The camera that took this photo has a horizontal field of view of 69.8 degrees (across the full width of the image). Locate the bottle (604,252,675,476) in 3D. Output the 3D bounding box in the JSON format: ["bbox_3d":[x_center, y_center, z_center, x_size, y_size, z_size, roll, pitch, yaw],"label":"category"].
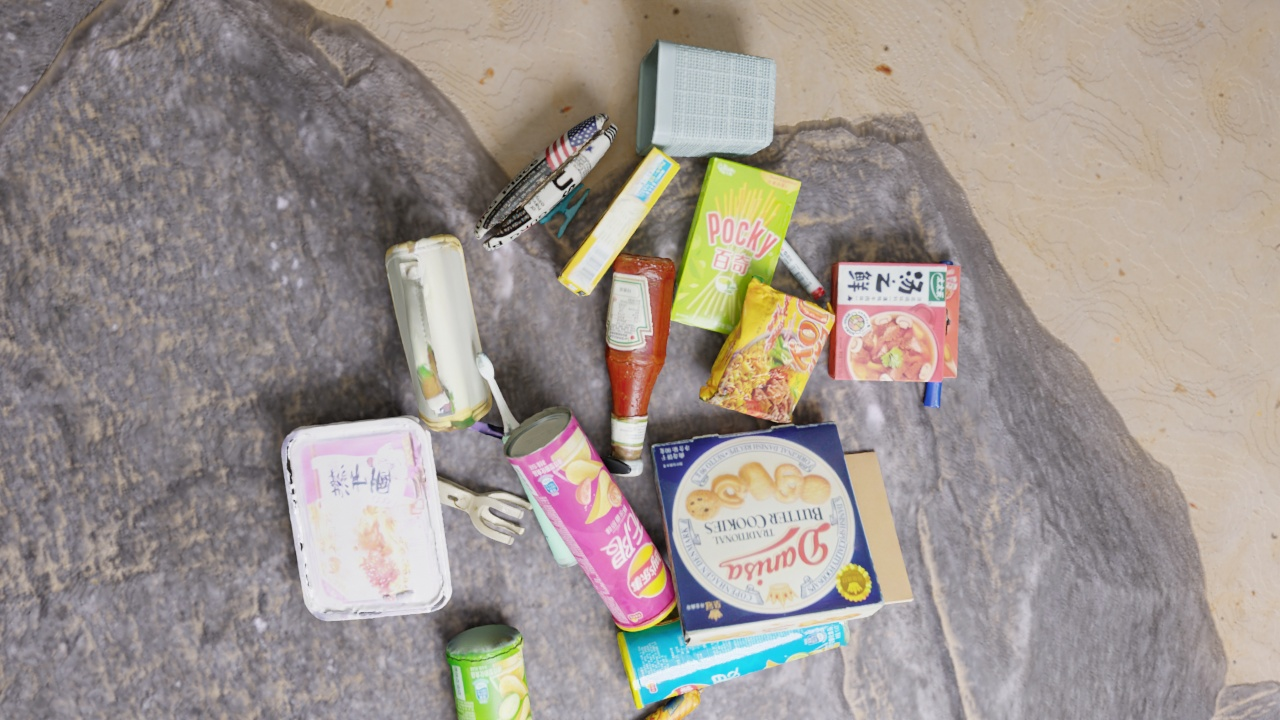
[{"bbox_3d":[-0.005,0.005,0.854,0.059,0.060,0.206,4,99,-8],"label":"bottle"}]

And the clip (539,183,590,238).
[{"bbox_3d":[-0.069,-0.143,0.858,0.049,0.015,0.057,41,87,-6],"label":"clip"}]

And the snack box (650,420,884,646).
[{"bbox_3d":[0.112,0.154,0.844,0.178,0.046,0.182,-7,64,-8],"label":"snack box"}]

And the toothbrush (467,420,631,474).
[{"bbox_3d":[-0.098,0.075,0.850,0.189,0.016,0.014,15,102,7],"label":"toothbrush"}]

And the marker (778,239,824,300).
[{"bbox_3d":[0.128,-0.117,0.884,0.017,0.017,0.145,-41,98,-4],"label":"marker"}]

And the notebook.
[{"bbox_3d":[0.139,0.166,0.872,0.211,0.012,0.149,-5,65,-7],"label":"notebook"}]

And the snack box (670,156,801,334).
[{"bbox_3d":[0.086,-0.104,0.861,0.085,0.026,0.156,14,102,-8],"label":"snack box"}]

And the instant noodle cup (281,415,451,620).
[{"bbox_3d":[-0.236,0.136,0.819,0.138,0.060,0.173,-7,93,9],"label":"instant noodle cup"}]

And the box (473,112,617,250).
[{"bbox_3d":[-0.083,-0.158,0.831,0.164,0.072,0.060,-44,122,0],"label":"box"}]

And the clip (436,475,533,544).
[{"bbox_3d":[-0.144,0.137,0.860,0.102,0.094,0.035,20,92,30],"label":"clip"}]

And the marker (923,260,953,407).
[{"bbox_3d":[0.297,-0.026,0.911,0.017,0.017,0.146,5,93,-8],"label":"marker"}]

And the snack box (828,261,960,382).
[{"bbox_3d":[0.248,-0.037,0.881,0.127,0.044,0.113,1,93,2],"label":"snack box"}]

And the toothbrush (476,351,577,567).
[{"bbox_3d":[-0.103,0.093,0.835,0.026,0.027,0.224,-23,110,-7],"label":"toothbrush"}]

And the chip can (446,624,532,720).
[{"bbox_3d":[-0.130,0.358,0.850,0.072,0.072,0.221,-8,95,-7],"label":"chip can"}]

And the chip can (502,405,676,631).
[{"bbox_3d":[-0.040,0.143,0.821,0.071,0.071,0.210,-31,113,-5],"label":"chip can"}]

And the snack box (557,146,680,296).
[{"bbox_3d":[-0.022,-0.122,0.828,0.033,0.087,0.140,38,88,-8],"label":"snack box"}]

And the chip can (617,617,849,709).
[{"bbox_3d":[0.087,0.266,0.874,0.210,0.071,0.071,-14,95,-7],"label":"chip can"}]

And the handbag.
[{"bbox_3d":[-0.177,-0.021,0.769,0.063,0.178,0.163,-11,96,-2],"label":"handbag"}]

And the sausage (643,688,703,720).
[{"bbox_3d":[-0.005,0.370,0.892,0.165,0.021,0.021,-36,97,-5],"label":"sausage"}]

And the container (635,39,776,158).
[{"bbox_3d":[0.059,-0.232,0.833,0.111,0.090,0.090,2,93,-10],"label":"container"}]

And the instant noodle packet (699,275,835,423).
[{"bbox_3d":[0.123,-0.007,0.857,0.110,0.044,0.128,18,99,-33],"label":"instant noodle packet"}]
